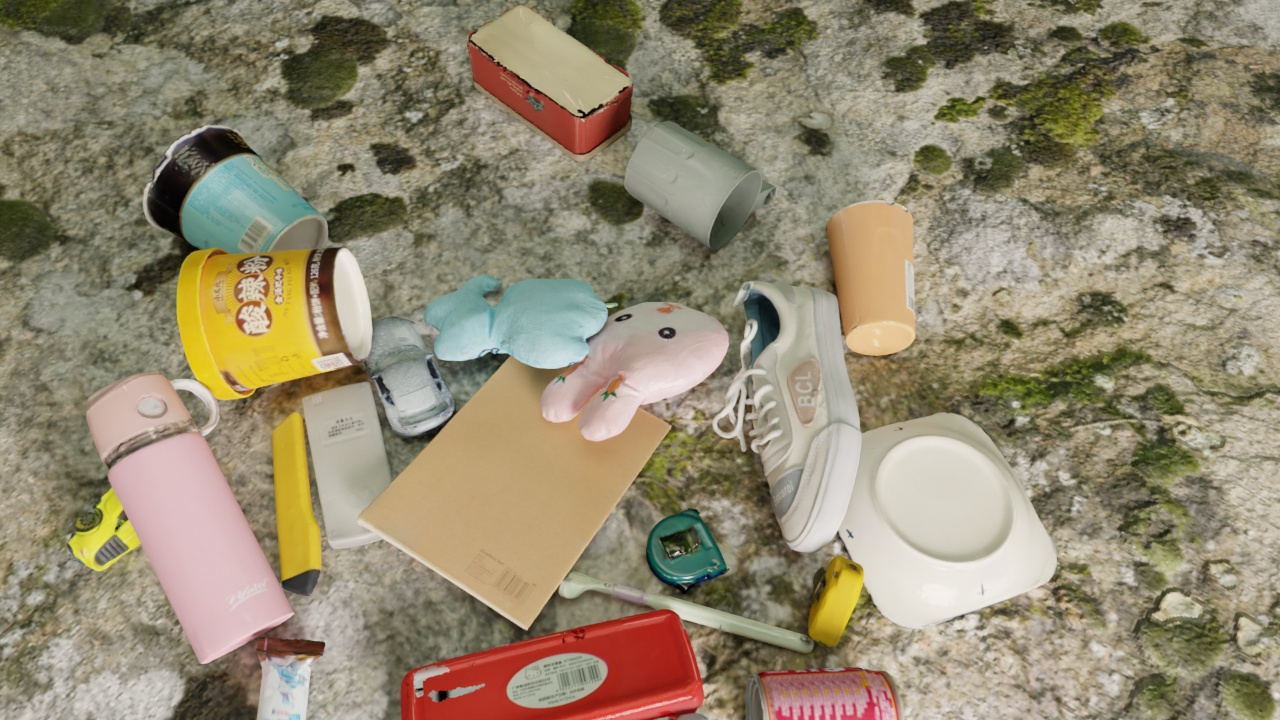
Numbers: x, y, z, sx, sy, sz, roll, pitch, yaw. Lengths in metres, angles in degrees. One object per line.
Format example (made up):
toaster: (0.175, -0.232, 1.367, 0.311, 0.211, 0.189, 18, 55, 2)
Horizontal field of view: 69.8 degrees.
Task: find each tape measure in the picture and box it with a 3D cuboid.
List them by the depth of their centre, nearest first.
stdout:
tape measure: (0.138, 0.170, 0.664, 0.029, 0.057, 0.060, 23, 99, 8)
tape measure: (0.032, 0.143, 0.693, 0.054, 0.025, 0.058, -20, 61, -17)

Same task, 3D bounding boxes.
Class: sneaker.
sneaker: (0.111, 0.031, 0.728, 0.090, 0.090, 0.241, 14, 52, -14)

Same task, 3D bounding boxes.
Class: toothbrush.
toothbrush: (0.034, 0.185, 0.671, 0.189, 0.020, 0.029, 14, 25, 3)

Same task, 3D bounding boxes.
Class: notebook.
notebook: (-0.090, 0.086, 0.712, 0.149, 0.012, 0.210, 29, 52, 12)

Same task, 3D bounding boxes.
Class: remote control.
remote control: (-0.226, 0.080, 0.717, 0.056, 0.019, 0.135, -15, 60, -14)

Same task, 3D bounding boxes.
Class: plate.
plate: (0.234, 0.114, 0.721, 0.164, 0.034, 0.163, -15, 60, -14)

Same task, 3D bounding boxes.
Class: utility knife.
utility knife: (-0.261, 0.108, 0.697, 0.033, 0.015, 0.153, -21, 60, 7)

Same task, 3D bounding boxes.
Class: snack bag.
snack bag: (-0.240, 0.237, 0.613, 0.048, 0.026, 0.104, 8, 57, -14)

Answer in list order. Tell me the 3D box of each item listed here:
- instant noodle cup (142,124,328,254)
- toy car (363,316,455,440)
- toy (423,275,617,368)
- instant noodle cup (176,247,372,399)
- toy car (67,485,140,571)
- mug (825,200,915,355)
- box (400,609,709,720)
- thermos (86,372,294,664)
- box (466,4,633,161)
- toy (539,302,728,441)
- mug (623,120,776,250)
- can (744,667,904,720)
instant noodle cup: (-0.341, -0.126, 0.797, 0.120, 0.111, 0.111, 35, 61, 8)
toy car: (-0.194, 0.011, 0.755, 0.054, 0.037, 0.120, -23, 59, -17)
toy: (-0.099, -0.035, 0.768, 0.156, 0.050, 0.161, -23, 41, -7)
instant noodle cup: (-0.280, -0.035, 0.720, 0.114, 0.119, 0.118, -8, 58, -1)
toy car: (-0.369, 0.106, 0.673, 0.032, 0.048, 0.105, 24, 59, 9)
mug: (0.209, -0.071, 0.816, 0.078, 0.078, 0.122, 3, 62, -3)
box: (-0.051, 0.254, 0.600, 0.201, 0.065, 0.159, -11, 63, -10)
thermos: (-0.308, 0.103, 0.641, 0.087, 0.067, 0.198, -19, 76, -51)
box: (-0.090, -0.289, 0.927, 0.168, 0.078, 0.091, 39, 64, 18)
toy: (-0.004, 0.004, 0.744, 0.121, 0.054, 0.159, 19, 49, 40)
mug: (0.059, -0.170, 0.871, 0.103, 0.084, 0.123, 35, 35, 18)
can: (0.122, 0.241, 0.613, 0.094, 0.067, 0.066, -1, 58, -5)
